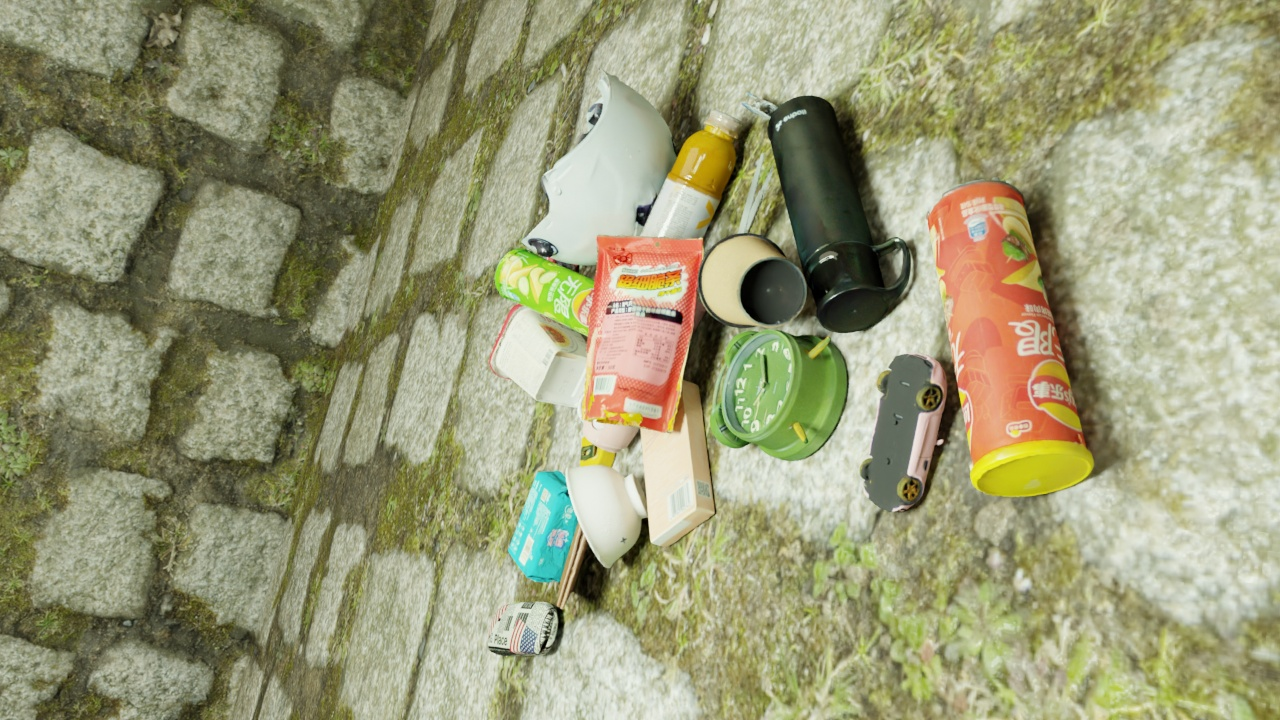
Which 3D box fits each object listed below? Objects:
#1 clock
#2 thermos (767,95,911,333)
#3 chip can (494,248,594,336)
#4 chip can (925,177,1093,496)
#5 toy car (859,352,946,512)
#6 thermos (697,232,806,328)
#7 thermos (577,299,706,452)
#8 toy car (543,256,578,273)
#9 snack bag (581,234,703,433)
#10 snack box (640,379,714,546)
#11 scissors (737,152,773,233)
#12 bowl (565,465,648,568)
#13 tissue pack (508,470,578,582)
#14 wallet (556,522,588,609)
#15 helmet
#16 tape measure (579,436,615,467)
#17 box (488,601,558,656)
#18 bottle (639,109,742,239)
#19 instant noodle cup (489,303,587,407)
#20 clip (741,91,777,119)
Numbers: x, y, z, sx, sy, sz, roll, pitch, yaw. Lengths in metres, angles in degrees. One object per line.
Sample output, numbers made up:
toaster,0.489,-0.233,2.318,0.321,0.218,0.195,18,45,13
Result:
clock,0.116,0.028,0.838,0.161,0.056,0.116,-1,72,61
thermos,0.179,-0.140,0.831,0.090,0.068,0.242,-20,52,18
chip can,-0.091,-0.079,1.158,0.221,0.072,0.072,25,97,34
chip can,0.245,-0.019,0.622,0.073,0.073,0.216,-37,42,47
toy car,0.201,0.055,0.695,0.056,0.037,0.122,-149,66,-64
thermos,0.105,-0.070,0.844,0.143,0.093,0.093,-120,52,-80
thermos,-0.006,0.006,1.048,0.087,0.067,0.199,41,112,31
toy car,-0.122,-0.116,1.352,0.045,0.053,0.120,0,76,59
snack bag,-0.001,-0.032,0.968,0.129,0.073,0.207,5,84,25
snack box,0.036,0.106,0.964,0.085,0.026,0.157,-44,38,41
scissors,0.105,-0.120,0.950,0.165,0.014,0.163,147,125,-64
bowl,-0.028,0.157,0.993,0.065,0.118,0.118,-24,41,4
tissue pack,-0.114,0.206,1.147,0.093,0.050,0.133,24,95,63
wallet,-0.074,0.225,1.051,0.115,0.020,0.101,103,-176,-86
helmet,-0.036,-0.215,1.148,0.259,0.146,0.228,123,171,-60
tape measure,-0.055,0.113,1.120,0.057,0.029,0.060,-34,46,48
box,-0.146,0.336,1.144,0.165,0.051,0.068,-24,64,56
bottle,0.059,-0.193,1.056,0.190,0.068,0.068,-65,29,12
instant noodle cup,-0.125,-0.002,1.236,0.124,0.116,0.117,44,113,47
clip,0.135,-0.281,1.022,0.038,0.026,0.058,-57,34,10
